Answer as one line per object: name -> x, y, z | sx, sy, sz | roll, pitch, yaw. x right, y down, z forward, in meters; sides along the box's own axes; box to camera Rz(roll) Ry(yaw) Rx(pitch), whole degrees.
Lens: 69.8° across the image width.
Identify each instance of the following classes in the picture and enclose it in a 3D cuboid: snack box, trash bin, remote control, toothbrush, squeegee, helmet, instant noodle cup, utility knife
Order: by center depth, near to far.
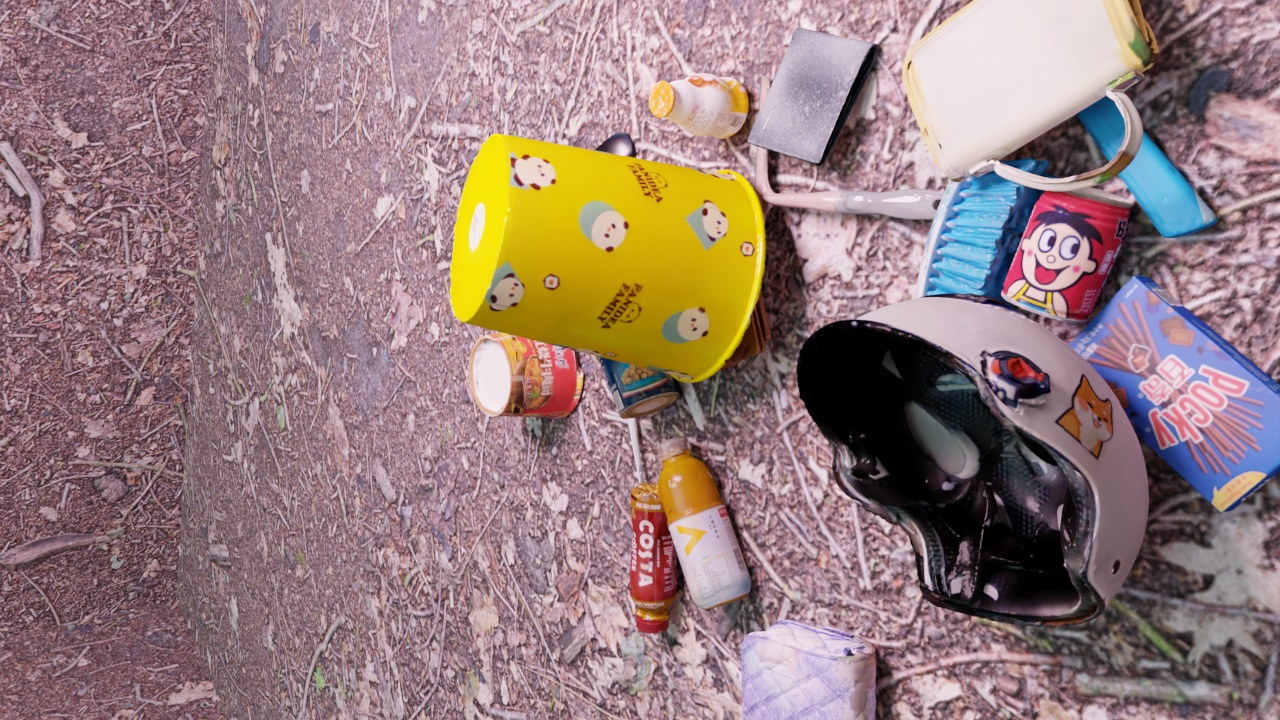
snack box -> 0.386, 0.021, 0.654 | 0.157, 0.026, 0.085 | 54, 131, 31
utility knife -> 0.343, -0.188, 0.686 | 0.034, 0.018, 0.238 | -42, 62, 37
helmet -> 0.262, 0.056, 0.689 | 0.274, 0.156, 0.231 | 54, 156, 10
squeegee -> 0.186, -0.150, 0.863 | 0.250, 0.040, 0.248 | 14, 105, 48
trash bin -> -0.043, -0.106, 0.926 | 0.230, 0.255, 0.229 | -31, 55, 58
toothbrush -> -0.004, 0.099, 1.138 | 0.016, 0.016, 0.180 | -18, 78, 47
remote control -> -0.055, -0.233, 1.148 | 0.137, 0.024, 0.053 | -40, 66, 45
instant noodle cup -> -0.160, 0.017, 1.238 | 0.138, 0.108, 0.138 | 9, 101, 50

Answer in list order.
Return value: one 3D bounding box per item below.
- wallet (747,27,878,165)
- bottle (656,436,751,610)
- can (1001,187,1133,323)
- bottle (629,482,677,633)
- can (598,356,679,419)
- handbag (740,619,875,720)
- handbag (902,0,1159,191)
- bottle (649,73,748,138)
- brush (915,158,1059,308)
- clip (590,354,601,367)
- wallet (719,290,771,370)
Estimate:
wallet -> 0.161, -0.252, 0.873 | 0.097, 0.019, 0.121 | 33, 102, 43
bottle -> 0.064, 0.179, 1.023 | 0.068, 0.067, 0.189 | -35, 68, 46
can -> 0.320, -0.082, 0.689 | 0.066, 0.066, 0.094 | 35, 119, 42
bottle -> 0.016, 0.236, 1.095 | 0.058, 0.057, 0.175 | 10, 102, 49
can -> -0.006, 0.006, 1.081 | 0.076, 0.075, 0.111 | -38, 67, 45
handbag -> 0.171, 0.361, 0.916 | 0.134, 0.075, 0.194 | 6, 100, 45
handbag -> 0.292, -0.193, 0.675 | 0.164, 0.063, 0.178 | -31, 58, 43
bottle -> 0.060, -0.263, 0.943 | 0.063, 0.108, 0.063 | 9, 102, 48
brush -> 0.253, -0.030, 0.792 | 0.109, 0.060, 0.315 | 38, 125, 47
clip -> -0.044, -0.042, 1.149 | 0.035, 0.071, 0.100 | -6, 96, 51
wallet -> 0.089, -0.039, 0.986 | 0.131, 0.035, 0.119 | -25, 71, 59
